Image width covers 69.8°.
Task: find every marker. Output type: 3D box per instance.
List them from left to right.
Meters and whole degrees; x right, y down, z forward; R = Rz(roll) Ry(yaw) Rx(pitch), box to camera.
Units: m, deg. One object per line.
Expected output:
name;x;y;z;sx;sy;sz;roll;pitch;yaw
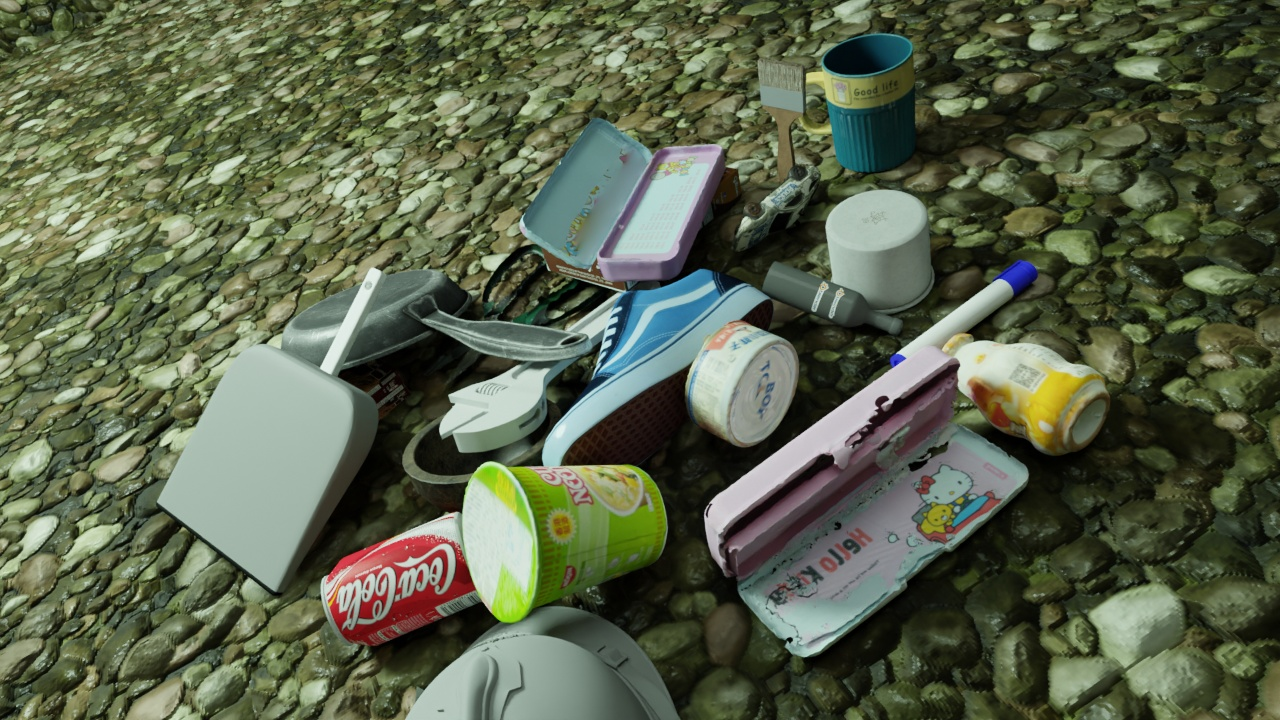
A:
marker;0.250;-0.034;0.708;0.141;0.020;0.020;-34;43;-16

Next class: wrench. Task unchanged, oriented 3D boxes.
wrench;-0.057;-0.006;0.750;0.087;0.018;0.272;8;33;38

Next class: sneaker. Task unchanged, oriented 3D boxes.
sneaker;-0.004;0.004;0.710;0.098;0.084;0.240;31;52;28

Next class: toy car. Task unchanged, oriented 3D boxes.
toy car;0.128;-0.138;0.852;0.112;0.049;0.040;-40;76;-21

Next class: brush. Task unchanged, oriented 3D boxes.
brush;0.134;-0.213;0.855;0.045;0.143;0.008;21;56;27

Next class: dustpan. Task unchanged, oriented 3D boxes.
dustpan;-0.279;0.037;0.749;0.163;0.033;0.257;23;86;29

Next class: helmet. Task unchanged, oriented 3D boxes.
helmet;-0.070;0.215;0.484;0.183;0.118;0.270;-17;39;3

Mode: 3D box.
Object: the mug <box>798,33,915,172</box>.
mug;0.209;-0.249;0.893;0.114;0.107;0.083;3;47;24

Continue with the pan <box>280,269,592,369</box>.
pan;-0.184;-0.032;0.807;0.358;0.055;0.186;1;28;39

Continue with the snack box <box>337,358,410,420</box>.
snack box;-0.276;0.054;0.807;0.051;0.032;0.140;26;58;40

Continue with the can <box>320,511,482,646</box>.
can;-0.158;0.151;0.630;0.105;0.064;0.064;-22;41;-3

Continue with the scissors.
scissors;-0.138;-0.051;0.881;0.209;0.015;0.147;-33;46;-18

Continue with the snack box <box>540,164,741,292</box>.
snack box;0.004;-0.138;0.893;0.101;0.032;0.185;19;48;36

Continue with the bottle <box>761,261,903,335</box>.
bottle;0.155;-0.046;0.736;0.113;0.030;0.030;23;54;15

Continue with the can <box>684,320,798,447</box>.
can;0.075;0.017;0.670;0.043;0.086;0.086;26;58;38

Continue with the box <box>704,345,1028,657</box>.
box;0.147;0.089;0.574;0.201;0.087;0.102;-33;55;-16

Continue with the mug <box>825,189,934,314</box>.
mug;0.195;-0.099;0.763;0.084;0.070;0.113;-13;43;7

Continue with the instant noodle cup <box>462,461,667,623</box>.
instant noodle cup;-0.046;0.108;0.593;0.107;0.099;0.099;-5;30;-36

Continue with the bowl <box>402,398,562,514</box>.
bowl;-0.111;0.080;0.692;0.121;0.056;0.121;-11;25;5

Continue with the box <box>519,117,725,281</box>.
box;-0.011;-0.151;0.844;0.150;0.049;0.213;18;43;6

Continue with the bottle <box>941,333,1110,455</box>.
bottle;0.254;0.018;0.619;0.063;0.063;0.109;-36;41;-18
